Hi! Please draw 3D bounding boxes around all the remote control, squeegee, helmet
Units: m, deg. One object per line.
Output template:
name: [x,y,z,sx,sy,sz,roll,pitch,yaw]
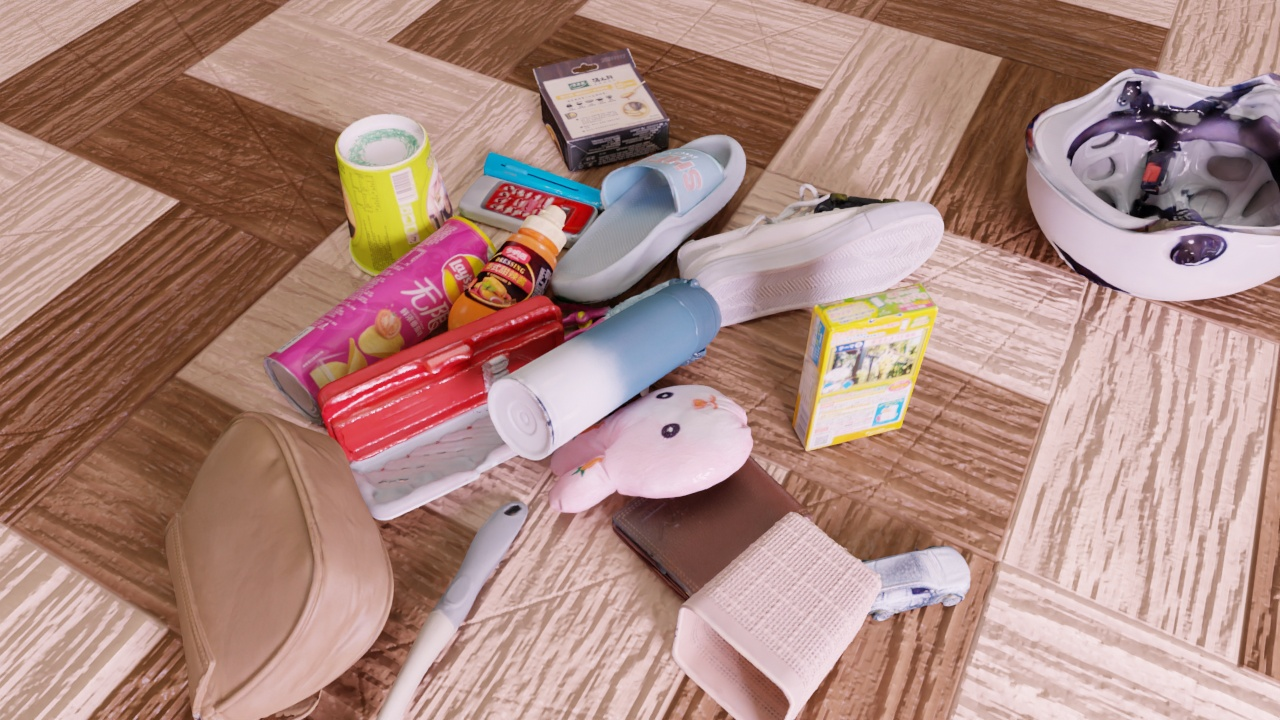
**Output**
remote control: [-0.111,-0.148,0.909,0.136,0.020,0.055,19,54,14]
squeegee: [-0.137,0.188,0.622,0.246,0.039,0.245,18,52,14]
helmet: [0.473,-0.142,0.829,0.259,0.146,0.228,-5,49,6]

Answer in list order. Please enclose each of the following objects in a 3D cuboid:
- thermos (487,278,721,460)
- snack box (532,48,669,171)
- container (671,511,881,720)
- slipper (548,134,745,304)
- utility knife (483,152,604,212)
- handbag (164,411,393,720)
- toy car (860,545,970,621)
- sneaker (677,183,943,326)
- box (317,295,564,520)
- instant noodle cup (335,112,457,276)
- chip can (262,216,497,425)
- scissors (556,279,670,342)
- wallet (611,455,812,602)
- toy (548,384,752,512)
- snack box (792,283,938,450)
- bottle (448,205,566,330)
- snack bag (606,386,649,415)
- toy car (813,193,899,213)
thermos: [-0.017,0.000,0.707,0.070,0.070,0.219,34,42,24]
snack box: [-0.043,-0.270,0.987,0.113,0.053,0.125,-16,52,-13]
container: [0.093,0.172,0.607,0.090,0.090,0.110,37,56,26]
slipper: [-0.001,-0.144,0.855,0.104,0.074,0.244,12,50,44]
utility knife: [-0.090,-0.178,0.935,0.159,0.018,0.034,20,53,13]
handbag: [-0.239,0.135,0.606,0.148,0.099,0.204,-48,45,8]
toy car: [0.192,0.155,0.656,0.090,0.034,0.043,-8,48,-9]
sneaker: [0.150,-0.103,0.838,0.242,0.090,0.090,-15,48,-5]
box: [-0.131,0.040,0.709,0.201,0.095,0.101,-26,53,-21]
instant noodle cup: [-0.227,-0.156,0.847,0.111,0.124,0.111,0,51,0]
chip can: [-0.215,-0.037,0.786,0.071,0.071,0.210,31,58,23]
scissors: [-0.022,-0.035,0.801,0.138,0.017,0.083,-12,45,8]
wallet: [0.053,0.118,0.687,0.124,0.032,0.101,-33,56,-26]
toy: [0.004,0.067,0.691,0.159,0.054,0.121,-19,27,4]
snack box: [0.169,0.008,0.706,0.087,0.141,0.033,-12,50,-10]
bottle: [-0.107,-0.073,0.797,0.067,0.067,0.149,23,71,17]
snack bag: [-0.005,0.005,0.782,0.048,0.026,0.104,2,49,18]
toy car: [0.213,-0.138,0.889,0.090,0.042,0.035,7,7,7]
